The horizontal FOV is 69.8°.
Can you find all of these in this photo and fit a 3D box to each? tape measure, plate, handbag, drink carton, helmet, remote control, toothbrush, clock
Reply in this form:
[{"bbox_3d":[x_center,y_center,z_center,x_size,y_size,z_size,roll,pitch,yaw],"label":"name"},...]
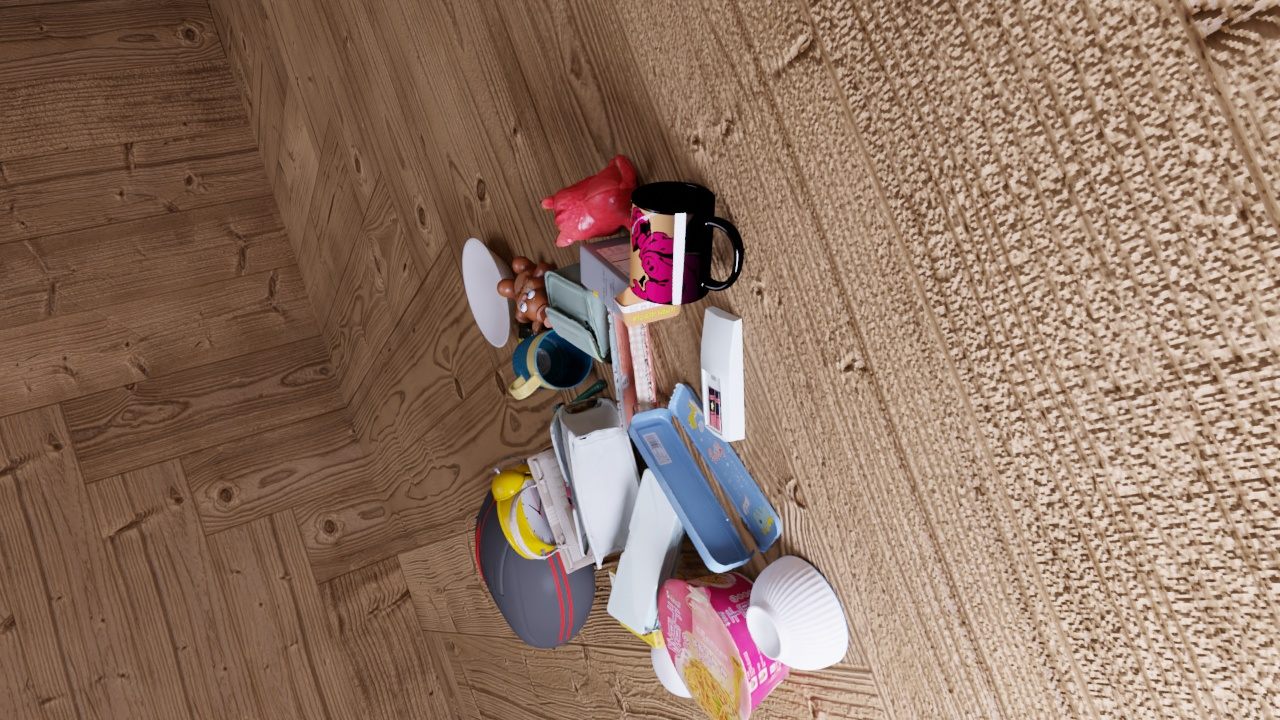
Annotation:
[{"bbox_3d":[-0.158,-0.023,1.362,0.066,0.037,0.064,29,130,53],"label":"tape measure"},{"bbox_3d":[-0.227,-0.110,1.439,0.174,0.036,0.174,39,138,47],"label":"plate"},{"bbox_3d":[-0.065,-0.062,1.140,0.122,0.067,0.106,30,133,52],"label":"handbag"},{"bbox_3d":[-0.013,-0.090,1.021,0.125,0.076,0.049,44,142,49],"label":"drink carton"},{"bbox_3d":[-0.157,0.318,1.424,0.170,0.164,0.265,-5,101,63],"label":"helmet"},{"bbox_3d":[-0.055,0.157,1.207,0.142,0.096,0.198,-143,39,-74],"label":"handbag"},{"bbox_3d":[0.083,0.019,0.959,0.049,0.024,0.143,31,132,52],"label":"remote control"},{"bbox_3d":[-0.090,0.053,1.306,0.190,0.016,0.017,-32,75,61],"label":"toothbrush"},{"bbox_3d":[-0.121,0.211,1.270,0.062,0.197,0.175,-21,87,26],"label":"handbag"},{"bbox_3d":[-0.160,0.207,1.302,0.052,0.113,0.152,-25,84,18],"label":"clock"}]

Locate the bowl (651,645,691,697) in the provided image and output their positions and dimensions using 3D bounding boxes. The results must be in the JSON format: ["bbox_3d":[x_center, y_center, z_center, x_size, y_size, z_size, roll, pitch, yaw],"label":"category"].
[{"bbox_3d":[0.044,0.412,1.245,0.110,0.040,0.110,39,138,47],"label":"bowl"}]

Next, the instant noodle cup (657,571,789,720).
[{"bbox_3d":[0.099,0.320,1.052,0.178,0.077,0.179,40,140,45],"label":"instant noodle cup"}]

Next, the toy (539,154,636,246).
[{"bbox_3d":[-0.048,-0.175,1.013,0.133,0.093,0.088,-35,74,60],"label":"toy"}]

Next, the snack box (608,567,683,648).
[{"bbox_3d":[0.013,0.321,1.225,0.106,0.061,0.083,8,112,61],"label":"snack box"}]

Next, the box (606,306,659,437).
[{"bbox_3d":[-0.012,0.005,1.095,0.058,0.062,0.188,-54,-40,-67],"label":"box"}]

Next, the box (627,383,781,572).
[{"bbox_3d":[0.064,0.127,1.007,0.209,0.073,0.078,57,145,27],"label":"box"}]

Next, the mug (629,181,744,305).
[{"bbox_3d":[0.046,-0.112,0.904,0.118,0.081,0.098,18,126,25],"label":"mug"}]

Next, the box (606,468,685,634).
[{"bbox_3d":[0.016,0.232,1.119,0.083,0.066,0.199,31,109,62],"label":"box"}]

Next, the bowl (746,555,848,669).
[{"bbox_3d":[0.150,0.266,0.941,0.118,0.062,0.118,39,138,47],"label":"bowl"}]

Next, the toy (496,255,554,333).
[{"bbox_3d":[-0.148,-0.086,1.260,0.095,0.065,0.127,-61,34,21],"label":"toy"}]

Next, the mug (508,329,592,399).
[{"bbox_3d":[-0.135,0.009,1.261,0.083,0.113,0.107,52,158,-16],"label":"mug"}]
